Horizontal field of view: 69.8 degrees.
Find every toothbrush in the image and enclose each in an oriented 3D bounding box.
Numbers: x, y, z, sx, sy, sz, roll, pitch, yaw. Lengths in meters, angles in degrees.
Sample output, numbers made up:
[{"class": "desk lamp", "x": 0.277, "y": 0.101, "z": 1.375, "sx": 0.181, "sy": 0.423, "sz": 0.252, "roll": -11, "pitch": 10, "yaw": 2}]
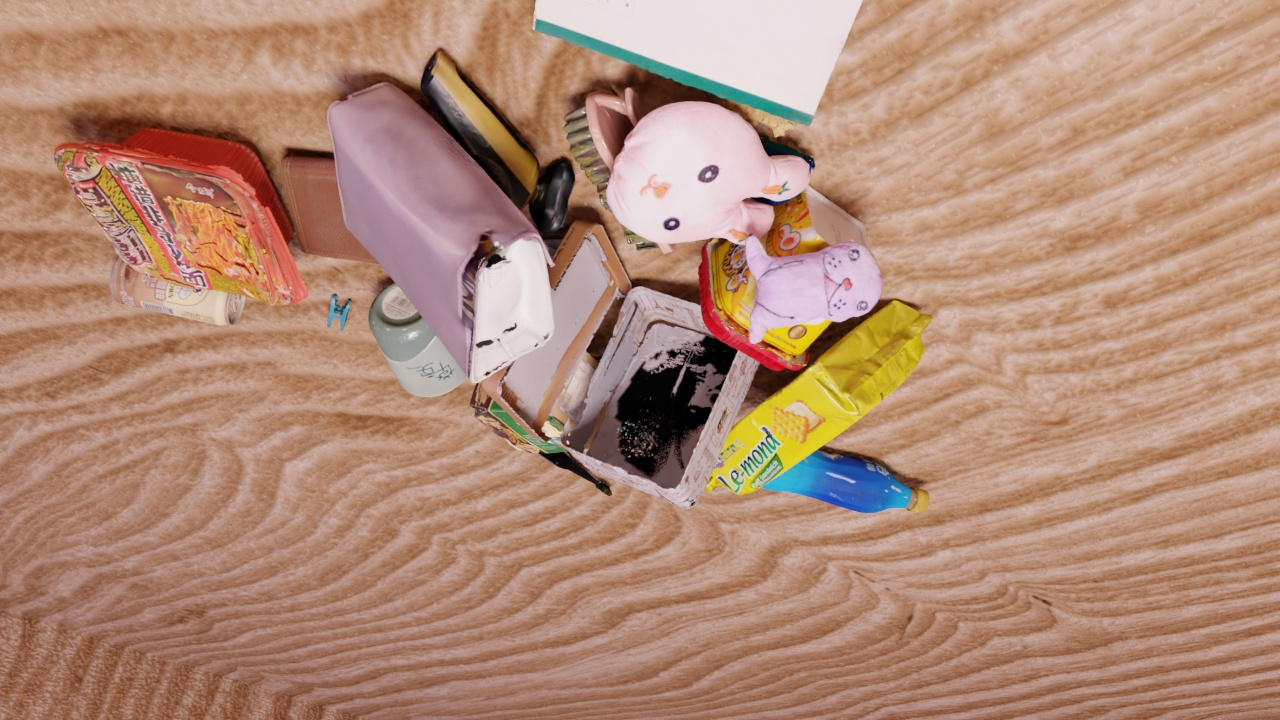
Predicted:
[{"class": "toothbrush", "x": -0.104, "y": 0.125, "z": 1.177, "sx": 0.212, "sy": 0.026, "sz": 0.027, "roll": 41, "pitch": 179, "yaw": -39}]

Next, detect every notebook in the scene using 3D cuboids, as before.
[{"class": "notebook", "x": 0.035, "y": -0.243, "z": 0.586, "sx": 0.209, "sy": 0.012, "sz": 0.151, "roll": 20, "pitch": 142, "yaw": 3}]

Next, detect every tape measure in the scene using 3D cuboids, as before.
[{"class": "tape measure", "x": 0.105, "y": -0.152, "z": 0.738, "sx": 0.058, "sy": 0.025, "sz": 0.055, "roll": 17, "pitch": 146, "yaw": -6}]

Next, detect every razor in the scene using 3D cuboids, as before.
[{"class": "razor", "x": -0.113, "y": -0.174, "z": 0.734, "sx": 0.068, "sy": 0.062, "sz": 0.167, "roll": -36, "pitch": 127, "yaw": 7}]

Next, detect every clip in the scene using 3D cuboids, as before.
[{"class": "clip", "x": -0.323, "y": -0.050, "z": 0.979, "sx": 0.045, "sy": 0.014, "sz": 0.057, "roll": 16, "pitch": 144, "yaw": -14}]

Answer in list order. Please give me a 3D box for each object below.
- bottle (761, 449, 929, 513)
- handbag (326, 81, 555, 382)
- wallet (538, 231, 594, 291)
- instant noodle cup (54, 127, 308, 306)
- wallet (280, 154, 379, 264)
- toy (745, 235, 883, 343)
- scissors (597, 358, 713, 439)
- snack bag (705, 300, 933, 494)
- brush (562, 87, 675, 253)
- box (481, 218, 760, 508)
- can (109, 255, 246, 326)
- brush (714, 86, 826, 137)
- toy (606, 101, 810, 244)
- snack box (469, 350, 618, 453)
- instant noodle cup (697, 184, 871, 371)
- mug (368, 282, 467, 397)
[{"class": "bottle", "x": 0.245, "y": 0.146, "z": 1.105, "sx": 0.218, "sy": 0.065, "sz": 0.065, "roll": 16, "pitch": 145, "yaw": -11}, {"class": "handbag", "x": -0.152, "y": -0.104, "z": 0.712, "sx": 0.197, "sy": 0.098, "sz": 0.145, "roll": 46, "pitch": 157, "yaw": 23}, {"class": "wallet", "x": -0.111, "y": -0.081, "z": 0.874, "sx": 0.130, "sy": 0.036, "sz": 0.107, "roll": -1, "pitch": 145, "yaw": 12}, {"class": "instant noodle cup", "x": -0.386, "y": -0.131, "z": 0.805, "sx": 0.189, "sy": 0.078, "sz": 0.165, "roll": 12, "pitch": 146, "yaw": 9}, {"class": "wallet", "x": -0.263, "y": -0.136, "z": 0.831, "sx": 0.101, "sy": 0.032, "sz": 0.125, "roll": 7, "pitch": 146, "yaw": -4}, {"class": "toy", "x": 0.133, "y": -0.060, "z": 0.708, "sx": 0.108, "sy": 0.039, "sz": 0.084, "roll": -7, "pitch": 104, "yaw": 0}, {"class": "scissors", "x": 0.013, "y": 0.051, "z": 1.057, "sx": 0.170, "sy": 0.019, "sz": 0.182, "roll": 12, "pitch": 144, "yaw": -8}, {"class": "snack bag", "x": 0.165, "y": 0.046, "z": 0.898, "sx": 0.068, "sy": 0.157, "sz": 0.247, "roll": 52, "pitch": 140, "yaw": 6}, {"class": "brush", "x": -0.001, "y": -0.154, "z": 0.725, "sx": 0.073, "sy": 0.063, "sz": 0.145, "roll": -8, "pitch": 141, "yaw": 28}, {"class": "box", "x": -0.001, "y": 0.009, "z": 0.818, "sx": 0.157, "sy": 0.180, "sz": 0.198, "roll": 20, "pitch": 162, "yaw": 25}, {"class": "can", "x": -0.468, "y": -0.074, "z": 0.933, "sx": 0.116, "sy": 0.058, "sz": 0.059, "roll": 12, "pitch": 145, "yaw": -7}, {"class": "brush", "x": 0.129, "y": -0.233, "z": 0.591, "sx": 0.083, "sy": 0.045, "sz": 0.255, "roll": 25, "pitch": 148, "yaw": -17}, {"class": "toy", "x": 0.053, "y": -0.133, "z": 0.687, "sx": 0.159, "sy": 0.054, "sz": 0.122, "roll": 8, "pitch": 138, "yaw": -31}, {"class": "snack box", "x": -0.090, "y": 0.031, "z": 0.939, "sx": 0.106, "sy": 0.117, "sz": 0.118, "roll": 5, "pitch": 153, "yaw": 40}, {"class": "instant noodle cup", "x": 0.127, "y": -0.073, "z": 0.783, "sx": 0.116, "sy": 0.116, "sz": 0.124, "roll": 29, "pitch": 129, "yaw": -26}, {"class": "mug", "x": -0.211, "y": -0.030, "z": 0.937, "sx": 0.111, "sy": 0.082, "sz": 0.106, "roll": -23, "pitch": 144, "yaw": -9}]
